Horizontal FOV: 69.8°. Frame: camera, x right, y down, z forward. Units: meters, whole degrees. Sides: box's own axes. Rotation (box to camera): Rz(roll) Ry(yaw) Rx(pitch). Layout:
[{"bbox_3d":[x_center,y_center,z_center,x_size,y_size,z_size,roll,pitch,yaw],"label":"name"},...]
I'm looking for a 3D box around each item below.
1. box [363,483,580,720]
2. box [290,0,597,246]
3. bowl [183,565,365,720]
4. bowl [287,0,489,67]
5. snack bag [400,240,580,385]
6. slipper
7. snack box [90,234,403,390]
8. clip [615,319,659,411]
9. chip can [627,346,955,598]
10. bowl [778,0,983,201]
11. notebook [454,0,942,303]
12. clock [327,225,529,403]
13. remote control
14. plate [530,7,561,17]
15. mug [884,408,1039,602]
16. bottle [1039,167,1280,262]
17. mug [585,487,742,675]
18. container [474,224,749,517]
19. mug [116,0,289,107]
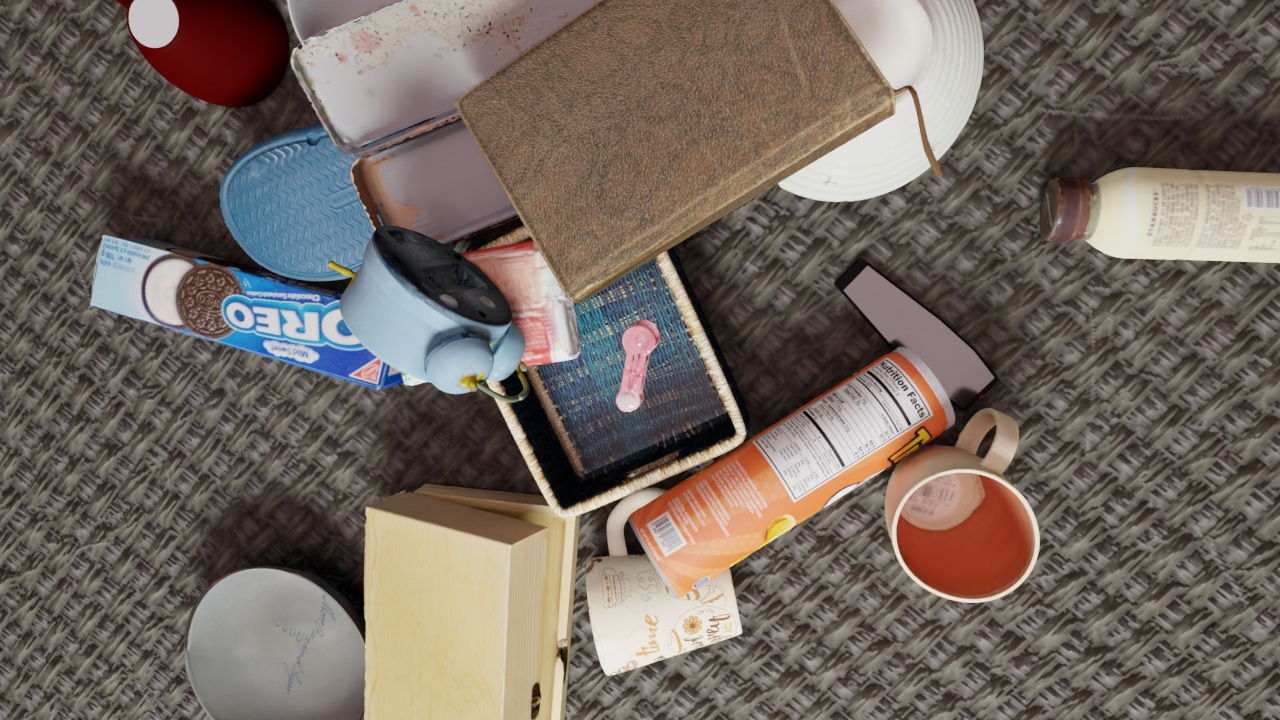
[{"bbox_3d":[-0.121,0.222,0.671,0.141,0.122,0.249,9,100,30],"label":"box"},{"bbox_3d":[-0.089,-0.166,0.575,0.216,0.058,0.154,-22,109,2],"label":"box"},{"bbox_3d":[-0.263,0.219,0.699,0.151,0.056,0.151,1,99,8],"label":"bowl"},{"bbox_3d":[-0.160,-0.243,0.610,0.132,0.064,0.132,1,99,8],"label":"bowl"},{"bbox_3d":[-0.098,-0.030,0.573,0.116,0.036,0.077,-9,96,10],"label":"snack bag"},{"bbox_3d":[-0.179,-0.121,0.637,0.213,0.059,0.104,-20,103,-3],"label":"slipper"},{"bbox_3d":[-0.277,-0.036,0.663,0.226,0.059,0.059,17,96,6],"label":"snack box"},{"bbox_3d":[-0.002,0.002,0.575,0.022,0.038,0.059,13,99,3],"label":"clip"},{"bbox_3d":[0.097,0.072,0.596,0.210,0.062,0.062,-32,93,-2],"label":"chip can"},{"bbox_3d":[0.132,-0.187,0.561,0.177,0.071,0.177,0,101,1],"label":"bowl"},{"bbox_3d":[0.028,-0.130,0.517,0.215,0.034,0.190,-32,79,8],"label":"notebook"},{"bbox_3d":[-0.110,-0.021,0.512,0.124,0.088,0.052,40,106,5],"label":"clock"},{"bbox_3d":[0.185,-0.018,0.620,0.125,0.010,0.039,43,102,1],"label":"remote control"},{"bbox_3d":[0.000,-0.267,0.606,0.173,0.019,0.173,1,99,8],"label":"plate"},{"bbox_3d":[0.204,0.082,0.585,0.085,0.104,0.111,25,100,4],"label":"mug"},{"bbox_3d":[0.335,-0.090,0.564,0.162,0.056,0.056,4,99,8],"label":"bottle"},{"bbox_3d":[0.014,0.151,0.648,0.097,0.081,0.122,-11,75,3],"label":"mug"},{"bbox_3d":[-0.027,-0.008,0.622,0.145,0.071,0.187,-25,94,11],"label":"container"},{"bbox_3d":[-0.313,-0.228,0.623,0.114,0.088,0.087,28,101,3],"label":"mug"}]
